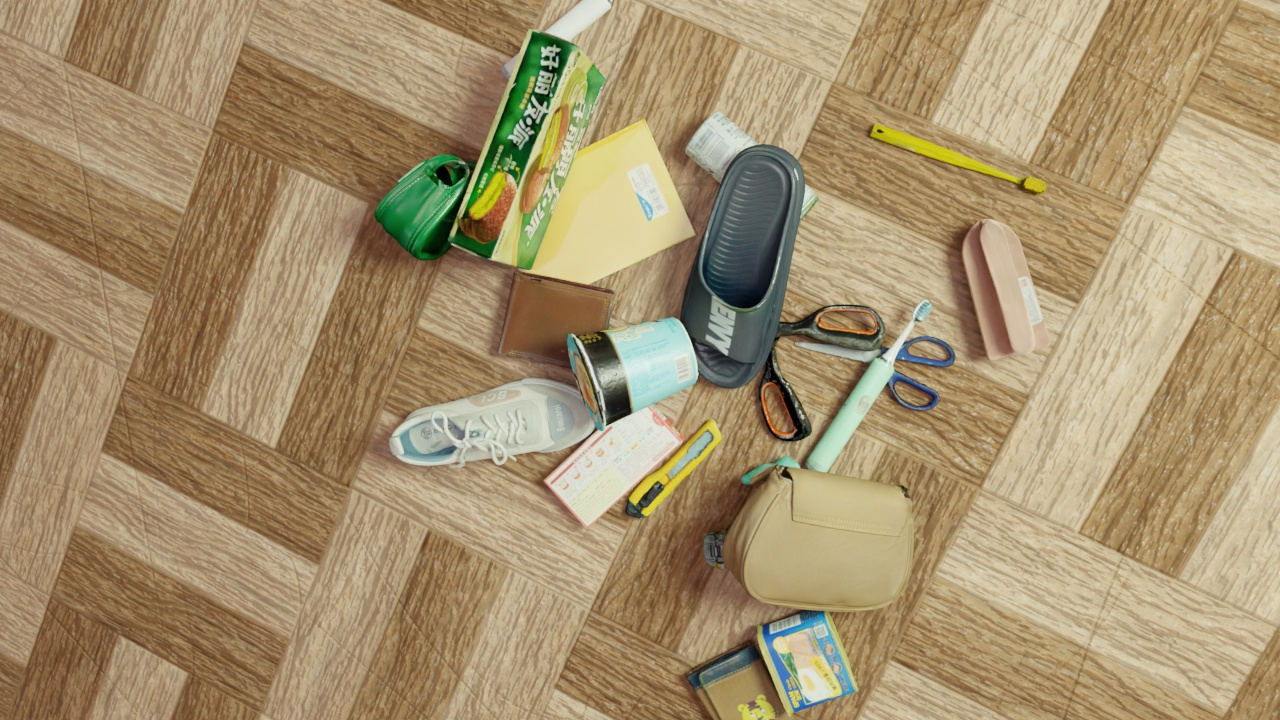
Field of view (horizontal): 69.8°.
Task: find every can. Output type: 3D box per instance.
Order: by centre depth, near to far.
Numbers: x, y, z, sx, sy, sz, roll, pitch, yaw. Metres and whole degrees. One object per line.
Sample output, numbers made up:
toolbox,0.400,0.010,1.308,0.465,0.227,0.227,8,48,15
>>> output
can,0.119,-0.201,0.988,0.147,0.058,0.058,41,101,4
can,0.187,0.336,1.033,0.083,0.057,0.102,-22,92,9

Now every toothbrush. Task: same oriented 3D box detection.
toothbrush,0.335,-0.213,0.969,0.190,0.016,0.016,22,98,7
toothbrush,0.248,0.030,0.995,0.026,0.027,0.225,25,106,-17
toothbrush,-0.063,-0.384,1.019,0.221,0.026,0.026,-36,127,11

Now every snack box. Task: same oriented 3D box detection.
snack box,-0.121,-0.221,0.992,0.063,0.114,0.240,23,95,11
snack box,-0.031,0.115,1.063,0.156,0.027,0.077,-43,88,11

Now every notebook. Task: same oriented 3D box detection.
notebook,-0.059,-0.165,1.049,0.206,0.010,0.146,-24,91,12

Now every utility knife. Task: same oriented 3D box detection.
utility knife,0.037,0.127,1.058,0.033,0.015,0.154,43,101,1

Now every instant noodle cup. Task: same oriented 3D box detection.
instant noodle cup,-0.006,0.006,1.003,0.120,0.111,0.111,-19,92,-13

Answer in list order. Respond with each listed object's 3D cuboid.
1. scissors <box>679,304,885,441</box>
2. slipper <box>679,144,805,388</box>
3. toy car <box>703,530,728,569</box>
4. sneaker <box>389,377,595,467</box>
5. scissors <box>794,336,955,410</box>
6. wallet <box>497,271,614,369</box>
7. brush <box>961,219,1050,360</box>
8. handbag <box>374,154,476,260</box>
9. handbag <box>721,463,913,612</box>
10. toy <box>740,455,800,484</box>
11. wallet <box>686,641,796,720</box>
scissors,0.157,-0.020,1.014,0.221,0.021,0.234,-11,95,17
slipper,0.096,-0.090,0.960,0.111,0.083,0.269,21,115,18
toy car,0.117,0.211,1.041,0.091,0.036,0.043,-3,93,8
sneaker,-0.173,0.075,1.053,0.242,0.090,0.089,-9,95,10
scissors,0.261,-0.011,1.007,0.140,0.012,0.171,-41,87,13
wallet,-0.096,-0.042,1.051,0.124,0.032,0.101,13,106,5
brush,0.374,-0.076,0.949,0.063,0.073,0.145,-15,91,12
handbag,-0.225,-0.174,1.017,0.068,0.131,0.120,45,98,-1
handbag,0.190,0.187,0.974,0.204,0.100,0.148,12,102,-23
toy,0.172,0.150,1.031,0.096,0.030,0.092,-24,96,4
wallet,0.118,0.394,1.064,0.090,0.033,0.115,-29,93,11
